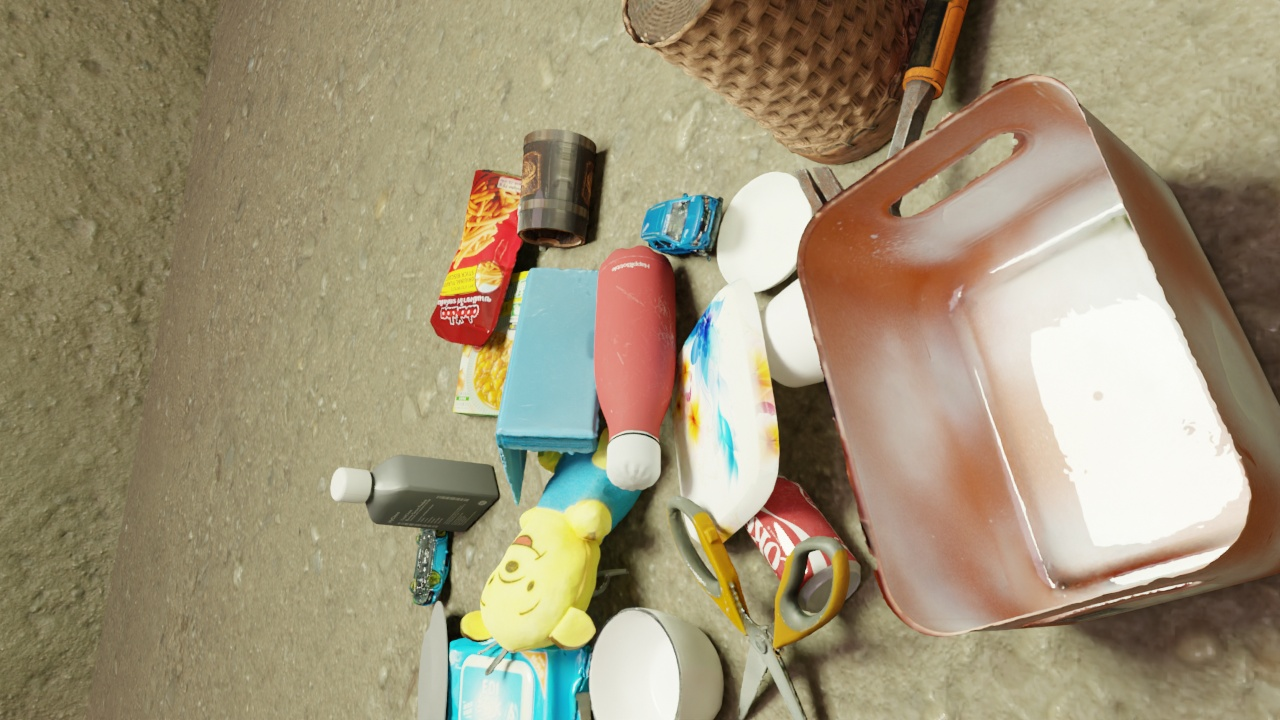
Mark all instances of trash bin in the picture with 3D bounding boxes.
[{"bbox_3d":[0.098,-0.251,0.686,0.152,0.209,0.151,-19,65,46],"label":"trash bin"},{"bbox_3d":[0.222,0.007,0.508,0.182,0.157,0.259,-34,56,40],"label":"trash bin"}]

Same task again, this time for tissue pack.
[{"bbox_3d":[-0.118,0.331,0.894,0.210,0.066,0.117,-13,70,45],"label":"tissue pack"}]

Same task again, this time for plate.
[{"bbox_3d":[-0.232,0.357,1.009,0.178,0.012,0.178,-176,91,-71],"label":"plate"},{"bbox_3d":[0.059,0.045,0.735,0.187,0.016,0.186,119,150,-57],"label":"plate"},{"bbox_3d":[0.110,-0.105,0.775,0.105,0.026,0.104,-19,64,46],"label":"plate"}]

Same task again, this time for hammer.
[{"bbox_3d":[0.197,-0.219,0.646,0.035,0.137,0.314,7,77,53],"label":"hammer"}]

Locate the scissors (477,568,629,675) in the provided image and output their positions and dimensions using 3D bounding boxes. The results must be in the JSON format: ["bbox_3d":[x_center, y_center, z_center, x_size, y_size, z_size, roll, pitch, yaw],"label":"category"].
[{"bbox_3d":[-0.085,0.239,0.868,0.147,0.014,0.141,-9,39,41],"label":"scissors"}]

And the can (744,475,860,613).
[{"bbox_3d":[0.116,0.134,0.678,0.054,0.054,0.096,-56,43,23],"label":"can"}]

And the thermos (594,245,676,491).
[{"bbox_3d":[-0.005,0.005,0.801,0.073,0.073,0.239,-38,38,37],"label":"thermos"}]

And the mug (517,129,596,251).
[{"bbox_3d":[-0.096,-0.182,1.014,0.116,0.080,0.107,147,128,-75],"label":"mug"}]

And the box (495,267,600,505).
[{"bbox_3d":[-0.077,0.021,0.892,0.231,0.094,0.112,-89,-1,-46],"label":"box"}]

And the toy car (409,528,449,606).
[{"bbox_3d":[-0.248,0.240,1.098,0.048,0.032,0.105,-26,55,44],"label":"toy car"}]

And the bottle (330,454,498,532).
[{"bbox_3d":[-0.255,0.146,1.021,0.084,0.173,0.046,-45,48,32],"label":"bottle"}]

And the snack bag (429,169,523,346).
[{"bbox_3d":[-0.183,-0.117,1.086,0.139,0.066,0.208,11,84,47],"label":"snack bag"}]

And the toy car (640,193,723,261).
[{"bbox_3d":[0.036,-0.122,0.835,0.120,0.043,0.056,-168,91,-69],"label":"toy car"}]

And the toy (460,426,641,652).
[{"bbox_3d":[-0.070,0.168,0.838,0.149,0.084,0.213,-11,53,55],"label":"toy"}]

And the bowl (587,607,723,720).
[{"bbox_3d":[0.017,0.262,0.749,0.117,0.065,0.116,-18,66,47],"label":"bowl"}]

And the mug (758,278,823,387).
[{"bbox_3d":[0.142,-0.038,0.689,0.088,0.081,0.114,-32,24,49],"label":"mug"}]

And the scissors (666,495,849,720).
[{"bbox_3d":[0.090,0.182,0.658,0.225,0.016,0.230,61,145,19],"label":"scissors"}]

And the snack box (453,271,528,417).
[{"bbox_3d":[-0.166,-0.017,1.077,0.132,0.027,0.168,-1,79,50],"label":"snack box"}]
